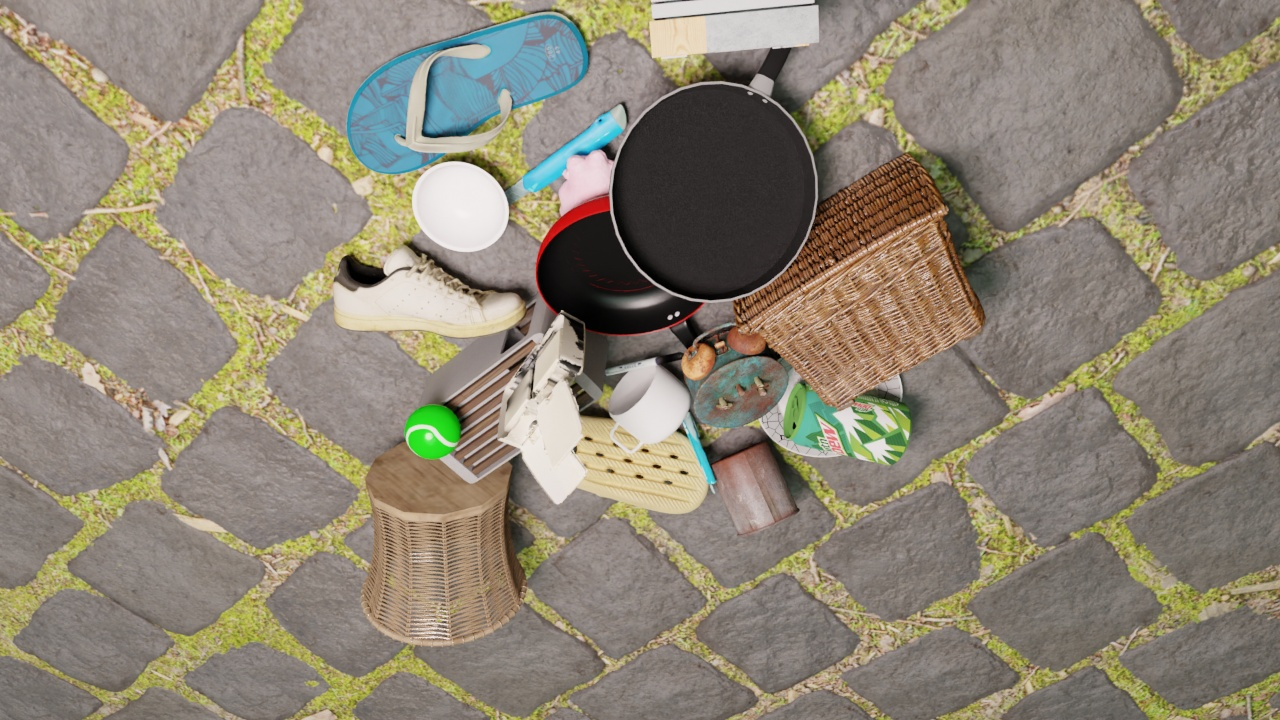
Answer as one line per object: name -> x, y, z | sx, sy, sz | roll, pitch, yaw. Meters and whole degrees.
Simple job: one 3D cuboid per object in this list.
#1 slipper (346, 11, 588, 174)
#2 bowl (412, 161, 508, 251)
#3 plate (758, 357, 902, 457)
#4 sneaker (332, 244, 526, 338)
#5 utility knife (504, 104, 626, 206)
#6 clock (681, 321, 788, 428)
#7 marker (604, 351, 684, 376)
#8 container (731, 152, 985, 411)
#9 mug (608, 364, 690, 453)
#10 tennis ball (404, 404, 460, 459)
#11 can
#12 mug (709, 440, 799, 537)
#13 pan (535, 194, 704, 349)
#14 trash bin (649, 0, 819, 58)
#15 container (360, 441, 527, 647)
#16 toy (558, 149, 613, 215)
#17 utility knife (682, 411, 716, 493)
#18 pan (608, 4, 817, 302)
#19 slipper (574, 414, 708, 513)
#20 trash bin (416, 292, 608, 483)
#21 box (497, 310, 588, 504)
slipper -> -0.197, -0.286, 0.987 | 0.295, 0.060, 0.118 | -19, 117, 14
bowl -> -0.204, -0.185, 1.062 | 0.110, 0.040, 0.110 | 1, 123, 2
plate -> 0.247, 0.049, 1.210 | 0.188, 0.016, 0.189 | 1, 123, 2
sneaker -> -0.257, -0.089, 1.108 | 0.241, 0.088, 0.102 | 2, 115, 6
utility knife -> -0.093, -0.227, 1.046 | 0.196, 0.015, 0.031 | -30, 114, 21
clock -> 0.112, 0.016, 1.118 | 0.121, 0.073, 0.158 | -24, 136, 3
marker -> -0.007, 0.007, 1.165 | 0.152, 0.011, 0.011 | -13, 124, 36
container -> 0.253, -0.076, 1.040 | 0.250, 0.162, 0.183 | -32, 116, 19
mug -> 0.007, 0.063, 1.176 | 0.068, 0.094, 0.115 | 40, 79, -24
tennis ball -> -0.246, 0.084, 1.087 | 0.065, 0.065, 0.065 | 1, 123, 1
can -> 0.262, 0.079, 1.168 | 0.144, 0.082, 0.083 | 13, 123, -6
mug -> 0.155, 0.170, 1.243 | 0.096, 0.123, 0.110 | -20, 86, 13
pan -> 0.025, -0.070, 1.109 | 0.209, 0.067, 0.356 | -24, 137, 24
trash bin -> 0.074, -0.403, 0.814 | 0.142, 0.142, 0.247 | -4, 108, 5
container -> -0.266, 0.234, 1.240 | 0.227, 0.226, 0.196 | 3, 116, 0
toy -> -0.053, -0.197, 1.041 | 0.102, 0.050, 0.093 | -11, 134, 13
utility knife -> 0.079, 0.122, 1.220 | 0.015, 0.117, 0.022 | -15, 161, -17
pan -> 0.103, -0.234, 0.959 | 0.225, 0.034, 0.356 | 22, 96, -16
slipper -> -0.035, 0.133, 1.239 | 0.261, 0.079, 0.111 | 15, 82, -14
trash bin -> -0.164, 0.032, 1.158 | 0.229, 0.114, 0.114 | -34, 116, 22
box -> -0.099, 0.052, 0.998 | 0.065, 0.185, 0.146 | 13, 132, -37
